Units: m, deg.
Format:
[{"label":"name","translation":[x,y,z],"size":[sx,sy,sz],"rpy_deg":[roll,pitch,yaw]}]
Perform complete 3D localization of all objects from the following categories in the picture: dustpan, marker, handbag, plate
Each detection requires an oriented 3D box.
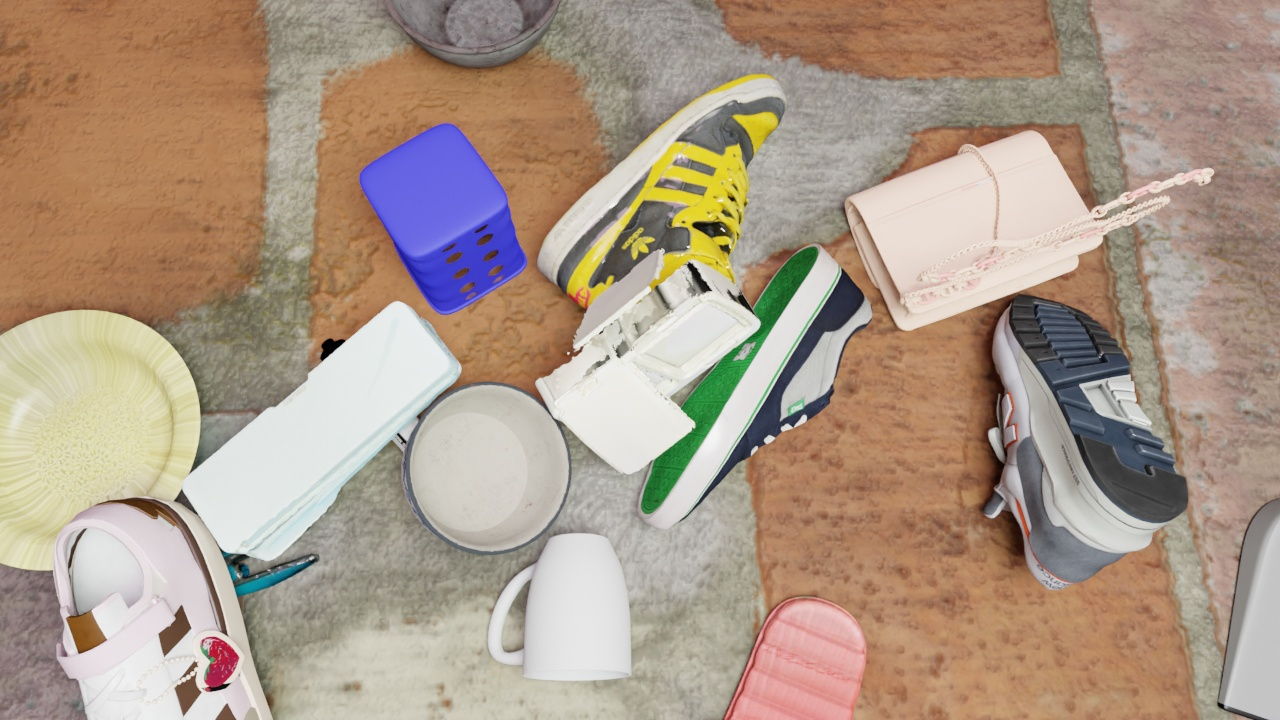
[{"label":"dustpan","translation":[0.521,0.147,0.658],"size":[0.163,0.033,0.257],"rpy_deg":[18,84,4]},{"label":"marker","translation":[-0.192,0.031,0.679],"size":[0.025,0.025,0.126],"rpy_deg":[-43,79,-12]},{"label":"handbag","translation":[0.253,-0.120,0.642],"size":[0.199,0.187,0.116],"rpy_deg":[-20,75,0]},{"label":"plate","translation":[-0.404,0.057,0.661],"size":[0.184,0.036,0.184],"rpy_deg":[0,75,-2]}]

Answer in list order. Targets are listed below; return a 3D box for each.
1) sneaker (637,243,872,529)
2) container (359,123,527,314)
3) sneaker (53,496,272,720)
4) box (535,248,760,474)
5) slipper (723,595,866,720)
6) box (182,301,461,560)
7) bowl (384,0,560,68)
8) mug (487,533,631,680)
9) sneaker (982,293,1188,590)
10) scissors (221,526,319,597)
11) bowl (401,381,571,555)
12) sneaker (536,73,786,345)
[{"label":"sneaker","translation":[0.088,0.032,0.660],"size":[0.079,0.084,0.235],"rpy_deg":[39,80,-15]},{"label":"container","translation":[-0.142,-0.101,0.670],"size":[0.084,0.114,0.085],"rpy_deg":[-33,78,-10]},{"label":"sneaker","translation":[-0.288,0.218,0.542],"size":[0.111,0.116,0.293],"rpy_deg":[-13,76,-6]},{"label":"box","translation":[-0.004,0.003,0.587],"size":[0.144,0.181,0.081],"rpy_deg":[-39,63,18]},{"label":"slipper","translation":[0.087,0.274,0.599],"size":[0.103,0.059,0.248],"rpy_deg":[24,74,6]},{"label":"box","translation":[-0.214,0.048,0.628],"size":[0.199,0.072,0.086],"rpy_deg":[-42,43,-2]},{"label":"bowl","translation":[-0.131,-0.295,0.749],"size":[0.145,0.067,0.144],"rpy_deg":[0,74,-1]},{"label":"mug","translation":[-0.058,0.170,0.628],"size":[0.107,0.071,0.089],"rpy_deg":[-13,63,24]},{"label":"sneaker","translation":[0.283,0.059,0.643],"size":[0.089,0.124,0.239],"rpy_deg":[14,35,-2]},{"label":"scissors","translation":[-0.296,0.160,0.644],"size":[0.135,0.019,0.130],"rpy_deg":[23,76,7]},{"label":"bowl","translation":[-0.113,0.076,0.638],"size":[0.115,0.059,0.115],"rpy_deg":[6,77,-27]},{"label":"sneaker","translation":[0.048,-0.108,0.689],"size":[0.238,0.086,0.122],"rpy_deg":[-41,73,-7]}]
